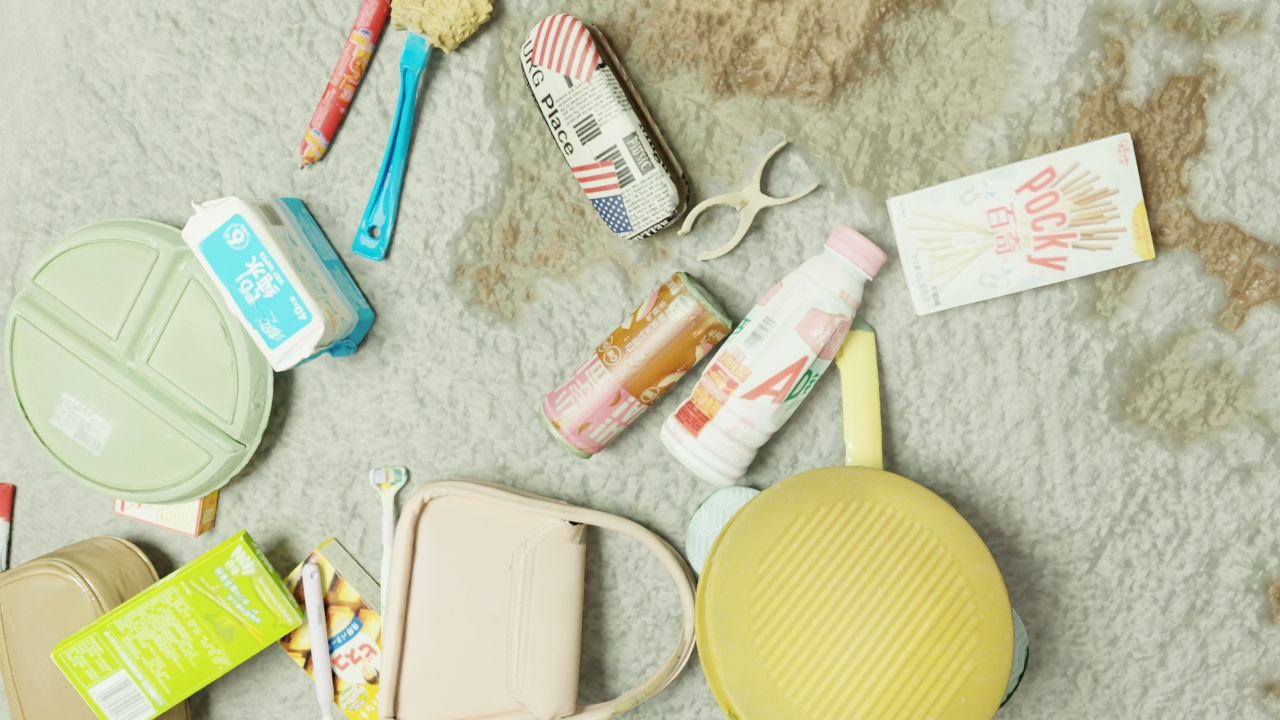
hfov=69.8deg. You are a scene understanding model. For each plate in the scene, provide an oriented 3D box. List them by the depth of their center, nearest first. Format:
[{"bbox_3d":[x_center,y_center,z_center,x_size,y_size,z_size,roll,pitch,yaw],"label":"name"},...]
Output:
[{"bbox_3d":[-0.395,0.005,0.712,0.230,0.027,0.230,2,98,11],"label":"plate"}]

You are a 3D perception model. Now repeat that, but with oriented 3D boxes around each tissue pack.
[{"bbox_3d":[-0.265,-0.060,0.677,0.063,0.090,0.140,-33,93,12],"label":"tissue pack"}]

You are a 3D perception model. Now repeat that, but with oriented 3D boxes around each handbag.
[{"bbox_3d":[-0.070,0.189,0.686,0.234,0.093,0.193,4,86,-3],"label":"handbag"},{"bbox_3d":[-0.451,0.248,0.757,0.148,0.099,0.204,-4,98,17],"label":"handbag"}]

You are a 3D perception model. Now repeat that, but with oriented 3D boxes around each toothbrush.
[{"bbox_3d":[-0.197,0.179,0.718,0.029,0.020,0.189,0,84,-21],"label":"toothbrush"},{"bbox_3d":[-0.251,0.252,0.729,0.021,0.029,0.189,4,102,47],"label":"toothbrush"}]

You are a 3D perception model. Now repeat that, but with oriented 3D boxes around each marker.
[{"bbox_3d":[-0.563,0.177,0.801,0.017,0.017,0.145,13,101,7],"label":"marker"}]

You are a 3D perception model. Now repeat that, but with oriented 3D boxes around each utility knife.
[{"bbox_3d":[0.153,0.052,0.638,0.031,0.019,0.176,-1,73,6],"label":"utility knife"}]

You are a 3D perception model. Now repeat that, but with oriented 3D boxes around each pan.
[{"bbox_3d":[0.079,0.223,0.572,0.198,0.078,0.356,41,74,14],"label":"pan"}]

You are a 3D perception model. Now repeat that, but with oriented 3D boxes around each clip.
[{"bbox_3d":[0.066,-0.116,0.644,0.076,0.034,0.104,43,98,0],"label":"clip"}]

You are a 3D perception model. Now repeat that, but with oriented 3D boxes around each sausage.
[{"bbox_3d":[-0.219,-0.210,0.681,0.020,0.020,0.156,30,103,3],"label":"sausage"}]

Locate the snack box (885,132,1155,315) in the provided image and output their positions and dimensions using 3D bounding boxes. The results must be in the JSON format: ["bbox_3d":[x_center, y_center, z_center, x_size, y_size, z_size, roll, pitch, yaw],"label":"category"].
[{"bbox_3d":[0.254,-0.091,0.620,0.157,0.026,0.085,-14,97,12],"label":"snack box"}]

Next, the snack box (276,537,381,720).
[{"bbox_3d":[-0.238,0.225,0.749,0.087,0.033,0.140,-43,92,13],"label":"snack box"}]

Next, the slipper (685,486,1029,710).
[{"bbox_3d":[0.144,0.172,0.652,0.245,0.074,0.104,26,77,20],"label":"slipper"}]

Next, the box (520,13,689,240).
[{"bbox_3d":[-0.031,-0.158,0.630,0.075,0.076,0.163,-27,97,18],"label":"box"}]

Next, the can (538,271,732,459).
[{"bbox_3d":[-0.004,0.004,0.661,0.147,0.057,0.058,-44,90,13],"label":"can"}]

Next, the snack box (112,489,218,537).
[{"bbox_3d":[-0.379,0.060,0.747,0.077,0.027,0.156,15,101,6],"label":"snack box"}]

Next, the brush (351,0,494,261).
[{"bbox_3d":[-0.166,-0.194,0.669,0.083,0.045,0.255,21,106,1],"label":"brush"}]

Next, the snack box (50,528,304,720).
[{"bbox_3d":[-0.349,0.208,0.700,0.156,0.026,0.086,-33,103,-11],"label":"snack box"}]

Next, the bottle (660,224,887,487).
[{"bbox_3d":[0.096,-0.004,0.642,0.068,0.068,0.197,37,98,2],"label":"bottle"}]
